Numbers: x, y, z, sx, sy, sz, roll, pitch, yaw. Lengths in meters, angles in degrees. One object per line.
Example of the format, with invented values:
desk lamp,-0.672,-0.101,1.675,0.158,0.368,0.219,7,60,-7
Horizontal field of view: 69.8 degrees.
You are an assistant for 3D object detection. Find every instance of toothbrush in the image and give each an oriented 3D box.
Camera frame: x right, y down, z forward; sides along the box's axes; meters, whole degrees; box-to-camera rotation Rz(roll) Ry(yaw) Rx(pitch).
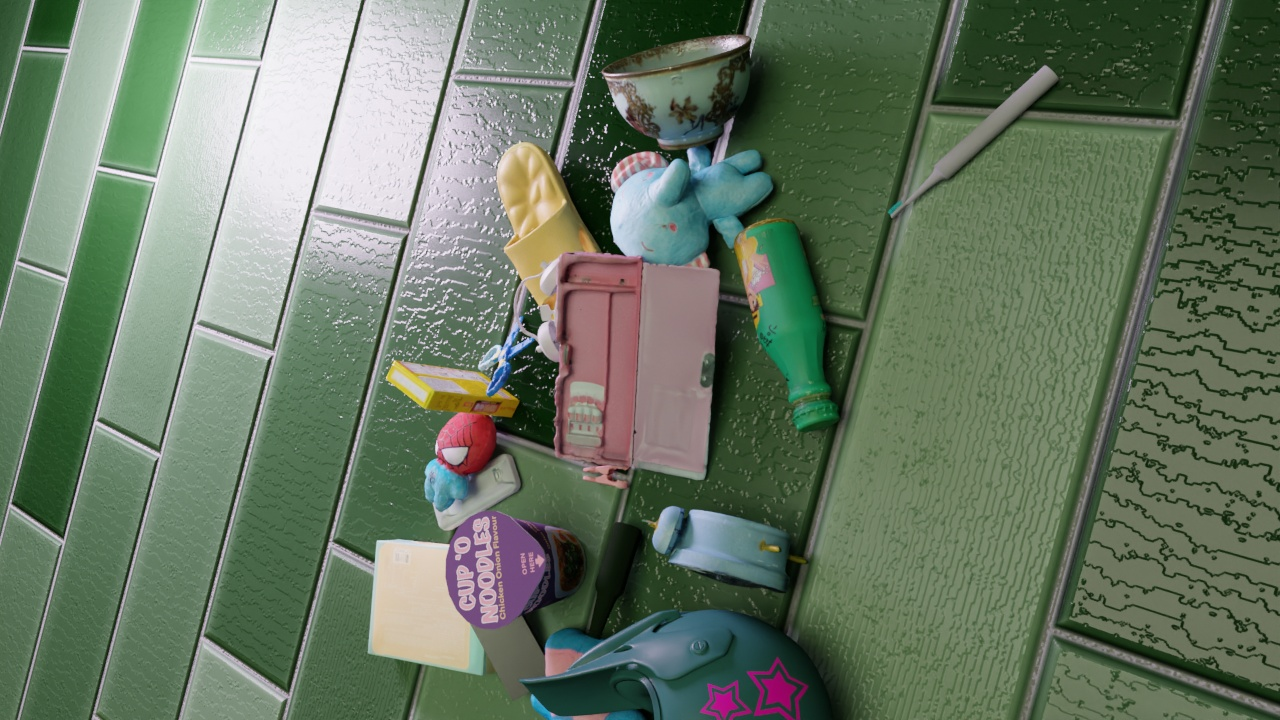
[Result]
toothbrush,0.309,-0.201,0.864,0.188,0.018,0.019,-43,65,19

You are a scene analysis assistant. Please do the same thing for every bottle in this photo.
bottle,-0.031,0.236,0.981,0.033,0.033,0.122,5,67,33
bottle,0.149,-0.034,0.910,0.068,0.068,0.209,-22,71,28

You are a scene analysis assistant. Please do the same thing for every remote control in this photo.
remote control,-0.153,0.314,1.046,0.058,0.013,0.133,-30,82,-1
remote control,-0.205,0.163,1.129,0.134,0.022,0.050,-32,67,24

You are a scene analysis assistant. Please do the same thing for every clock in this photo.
clock,0.074,0.183,0.896,0.162,0.118,0.060,9,76,26
clock,-0.062,-0.055,1.021,0.159,0.061,0.120,8,107,10

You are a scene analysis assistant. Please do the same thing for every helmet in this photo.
helmet,0.035,0.330,0.839,0.275,0.177,0.200,-16,53,2

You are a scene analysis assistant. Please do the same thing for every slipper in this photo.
slipper,-0.117,-0.147,1.089,0.100,0.078,0.263,-32,70,28

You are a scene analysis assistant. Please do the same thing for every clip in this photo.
clip,-0.036,0.133,1.030,0.060,0.023,0.045,-27,68,20

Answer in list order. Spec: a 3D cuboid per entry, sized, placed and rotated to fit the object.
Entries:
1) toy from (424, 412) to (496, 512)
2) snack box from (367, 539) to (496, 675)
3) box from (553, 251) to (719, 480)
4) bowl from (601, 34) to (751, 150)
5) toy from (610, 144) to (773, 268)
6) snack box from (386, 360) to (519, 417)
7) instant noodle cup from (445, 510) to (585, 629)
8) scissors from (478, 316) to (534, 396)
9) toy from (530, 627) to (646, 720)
toy,-0.222,0.118,1.115,0.133,0.062,0.092,-60,30,-4
snack box,-0.251,0.298,1.124,0.194,0.044,0.141,-2,82,32
box,-0.005,0.005,0.974,0.179,0.040,0.233,8,107,13
bowl,0.047,-0.282,0.983,0.160,0.159,0.094,4,121,33
toy,0.049,-0.168,0.977,0.181,0.115,0.183,-26,64,15
snack box,-0.218,0.035,1.080,0.075,0.152,0.025,32,101,31
instant noodle cup,-0.121,0.225,1.007,0.137,0.121,0.121,-17,74,29
scissors,-0.163,-0.004,1.106,0.127,0.013,0.125,-22,38,44
toy,-0.044,0.381,0.959,0.224,0.099,0.191,-3,70,24
